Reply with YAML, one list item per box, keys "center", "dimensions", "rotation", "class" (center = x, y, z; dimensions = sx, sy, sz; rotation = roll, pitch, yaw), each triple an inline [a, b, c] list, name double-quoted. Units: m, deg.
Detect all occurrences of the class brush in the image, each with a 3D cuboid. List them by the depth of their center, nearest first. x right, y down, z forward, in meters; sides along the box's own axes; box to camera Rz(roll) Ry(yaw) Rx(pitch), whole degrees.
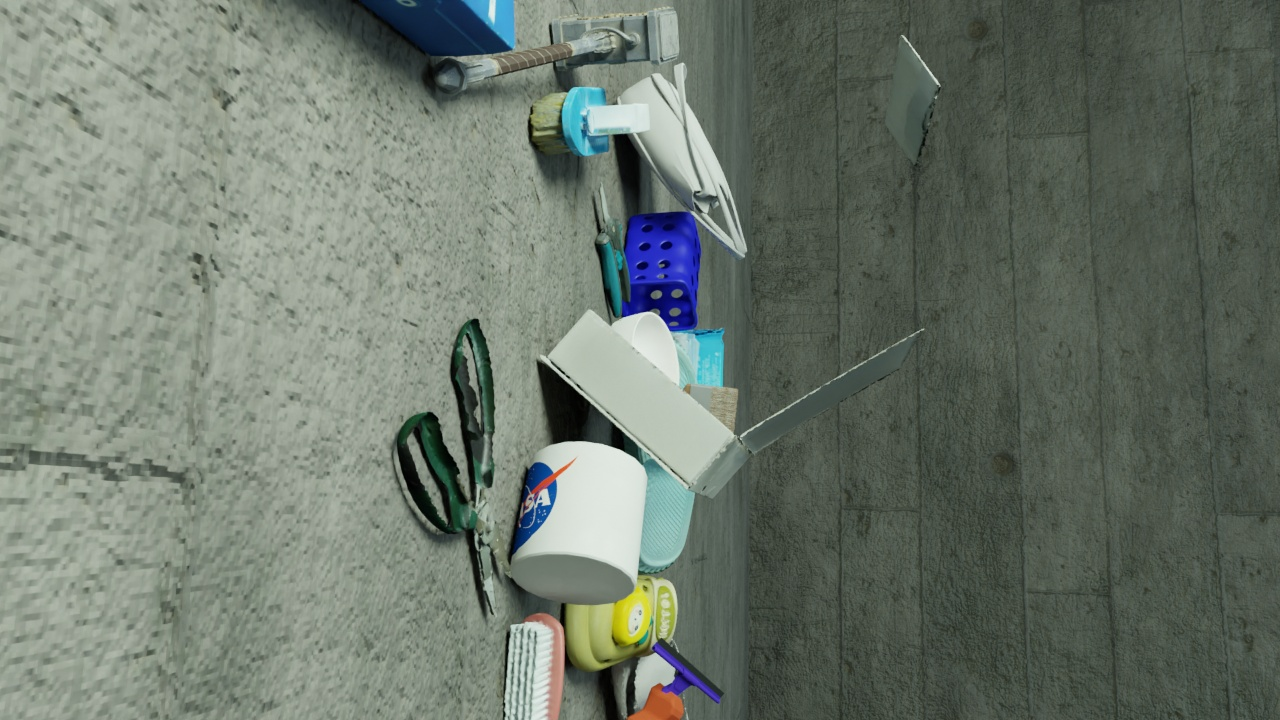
- center: [-0.081, 0.270, 0.656]
  dimensions: [0.030, 0.041, 0.172]
  rotation: [9, 82, -61]
  class: "brush"
- center: [-0.040, -0.199, 0.762]
  dimensions: [0.135, 0.075, 0.055]
  rotation: [-56, 143, -71]
  class: "brush"
- center: [0.021, 0.039, 0.882]
  dimensions: [0.008, 0.143, 0.045]
  rotation: [-52, 149, -69]
  class: "brush"

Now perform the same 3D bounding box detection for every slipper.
- center: [-0.003, 0.243, 0.857]
  dimensions: [0.190, 0.082, 0.091]
  rotation: [26, 66, -62]
  class: "slipper"
- center: [0.009, 0.377, 0.989]
  dimensions: [0.112, 0.075, 0.247]
  rotation: [-37, 122, -54]
  class: "slipper"
- center: [0.030, 0.108, 1.029]
  dimensions: [0.115, 0.070, 0.276]
  rotation: [-2, 97, -40]
  class: "slipper"

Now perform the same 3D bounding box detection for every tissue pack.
- center: [0.056, 0.032, 1.117]
  dimensions: [0.061, 0.093, 0.144]
  rotation: [-17, 107, -85]
  class: "tissue pack"

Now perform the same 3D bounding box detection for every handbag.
- center: [0.069, -0.218, 1.058]
  dimensions: [0.222, 0.096, 0.215]
  rotation: [59, 13, -1]
  class: "handbag"

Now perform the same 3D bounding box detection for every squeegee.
- center: [0.000, 0.380, 0.897]
  dimensions: [0.184, 0.055, 0.250]
  rotation: [-60, 150, -19]
  class: "squeegee"

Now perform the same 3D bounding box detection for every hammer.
- center: [-0.064, -0.223, 0.666]
  dimensions: [0.321, 0.098, 0.044]
  rotation: [-50, 139, -60]
  class: "hammer"

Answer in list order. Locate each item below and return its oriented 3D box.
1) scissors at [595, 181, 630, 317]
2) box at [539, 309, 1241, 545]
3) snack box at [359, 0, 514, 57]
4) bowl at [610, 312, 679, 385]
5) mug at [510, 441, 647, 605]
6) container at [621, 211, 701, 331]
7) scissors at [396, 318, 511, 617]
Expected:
- center: [-0.028, -0.114, 0.952]
  dimensions: [0.138, 0.019, 0.129]
  rotation: [26, 70, -69]
  class: "scissors"
- center: [0.177, 0.054, 0.750]
  dimensions: [0.167, 0.507, 0.148]
  rotation: [43, 52, -75]
  class: "box"
- center: [-0.116, -0.292, 0.434]
  dimensions: [0.195, 0.056, 0.239]
  rotation: [-1, 90, -79]
  class: "snack box"
- center: [-0.006, 0.006, 0.943]
  dimensions: [0.104, 0.054, 0.104]
  rotation: [23, 64, -57]
  class: "bowl"
- center: [-0.051, 0.130, 0.694]
  dimensions: [0.122, 0.091, 0.090]
  rotation: [128, -25, -49]
  class: "mug"
- center: [0.024, -0.103, 1.054]
  dimensions: [0.085, 0.084, 0.113]
  rotation: [73, 19, -50]
  class: "container"
- center: [-0.109, 0.089, 0.562]
  dimensions: [0.154, 0.015, 0.209]
  rotation: [-64, 150, -71]
  class: "scissors"
